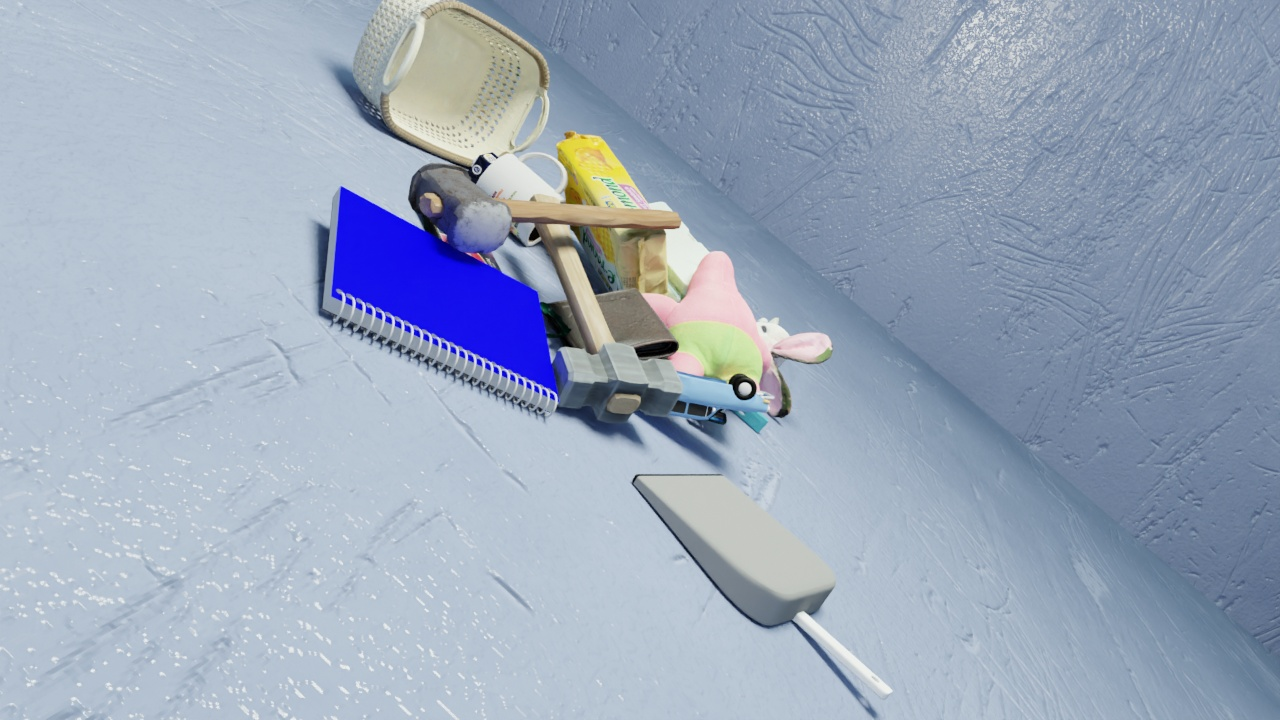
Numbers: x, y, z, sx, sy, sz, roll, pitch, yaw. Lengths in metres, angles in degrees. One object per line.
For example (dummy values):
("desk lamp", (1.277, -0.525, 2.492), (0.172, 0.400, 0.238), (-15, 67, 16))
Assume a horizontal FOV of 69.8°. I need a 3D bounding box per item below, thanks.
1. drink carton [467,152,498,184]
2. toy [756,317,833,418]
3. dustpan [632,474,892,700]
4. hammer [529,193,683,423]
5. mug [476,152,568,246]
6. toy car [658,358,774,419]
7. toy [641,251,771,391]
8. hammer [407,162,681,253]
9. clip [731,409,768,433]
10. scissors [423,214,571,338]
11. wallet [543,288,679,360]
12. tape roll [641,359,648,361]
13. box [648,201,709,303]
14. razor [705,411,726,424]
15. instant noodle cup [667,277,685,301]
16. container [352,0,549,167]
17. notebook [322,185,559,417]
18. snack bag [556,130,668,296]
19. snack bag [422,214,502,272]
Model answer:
("drink carton", (-0.166, -0.220, 1.215), (0.130, 0.040, 0.064), (38, 17, -4))
("toy", (0.174, -0.026, 1.291), (0.105, 0.131, 0.205), (33, 14, -19))
("dustpan", (0.118, 0.189, 0.797), (0.257, 0.033, 0.163), (39, 15, 30))
("hammer", (-0.062, -0.068, 0.927), (0.117, 0.051, 0.322), (7, 39, -29))
("mug", (-0.139, -0.209, 1.133), (0.089, 0.105, 0.073), (41, 5, 6))
("toy car", (0.059, 0.034, 0.938), (0.153, 0.055, 0.056), (11, 3, -1))
("toy", (0.081, -0.040, 1.069), (0.192, 0.097, 0.236), (25, 44, -20))
("hammer", (-0.076, -0.149, 0.937), (0.327, 0.052, 0.098), (-4, 36, -43))
("clip", (0.107, 0.043, 1.143), (0.127, 0.028, 0.113), (40, 15, 0))
("scissors", (-0.162, -0.089, 0.887), (0.201, 0.015, 0.204), (11, 44, -52))
("wallet", (-0.031, -0.037, 0.973), (0.119, 0.031, 0.099), (-10, 44, -28))
("tape roll", (-0.006, 0.006, 1.014), (0.091, 0.016, 0.093), (31, 19, -25))
("box", (0.025, -0.128, 1.228), (0.075, 0.126, 0.197), (22, 24, -42))
("razor", (0.062, 0.039, 1.069), (0.042, 0.022, 0.143), (19, 18, -18))
("instant noodle cup", (0.072, -0.064, 1.236), (0.108, 0.099, 0.098), (42, 16, 34))
("container", (-0.249, -0.368, 1.199), (0.143, 0.185, 0.245), (38, 13, 32))
("notebook", (-0.166, -0.049, 0.780), (0.209, 0.022, 0.171), (28, 28, -33))
("snack bag", (-0.033, -0.170, 1.154), (0.160, 0.068, 0.247), (82, -18, -52))
("snack bag", (-0.185, -0.116, 0.956), (0.074, 0.018, 0.155), (22, 26, -42))
